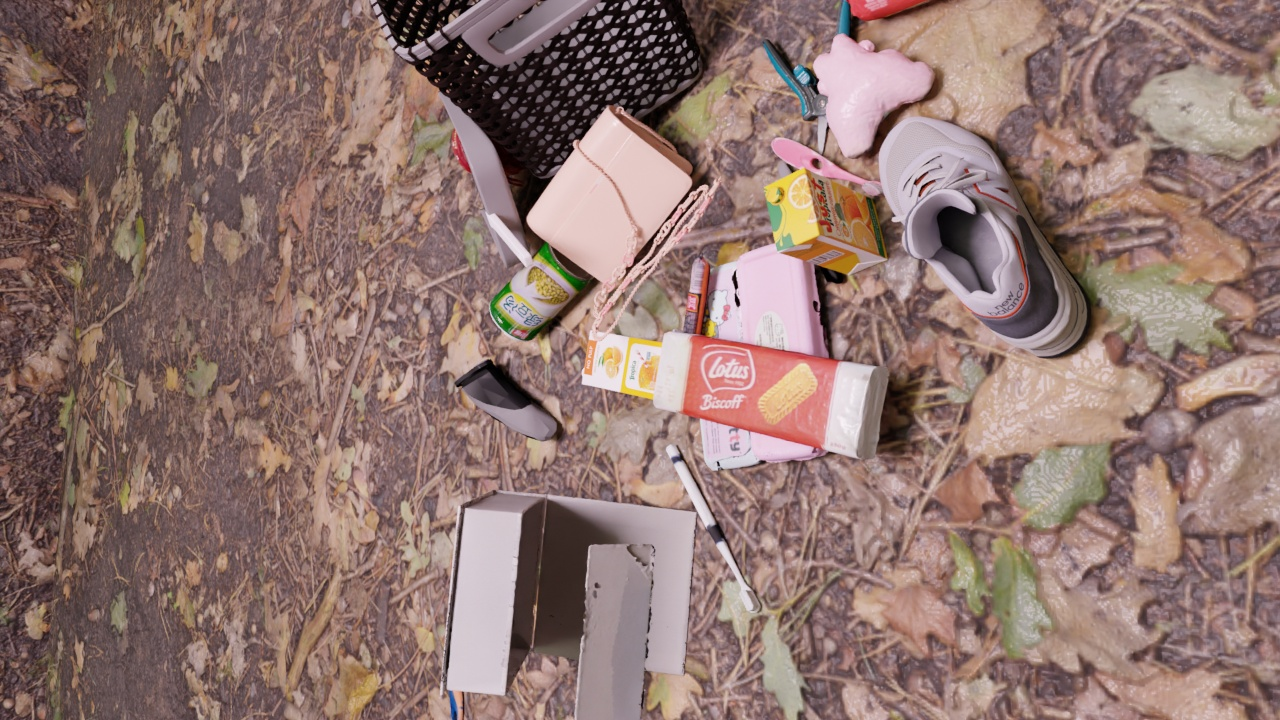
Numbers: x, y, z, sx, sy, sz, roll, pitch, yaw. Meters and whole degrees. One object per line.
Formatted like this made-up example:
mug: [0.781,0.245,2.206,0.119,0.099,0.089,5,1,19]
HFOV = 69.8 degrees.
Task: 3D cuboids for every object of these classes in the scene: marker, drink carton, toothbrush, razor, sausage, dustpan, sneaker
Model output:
marker: [0.154,-0.127,0.847,0.022,0.016,0.138,-56,48,52]
drink carton: [-0.006,0.006,0.958,0.123,0.040,0.058,11,92,42]
toothbrush: [-0.227,0.447,1.127,0.022,0.017,0.135,-11,76,37]
razor: [-0.154,0.051,1.081,0.156,0.057,0.060,40,140,29]
drink carton: [0.155,-0.115,0.771,0.041,0.122,0.058,-21,71,39]
sausage: [0.051,-0.028,0.898,0.020,0.020,0.155,16,101,42]
toothbrush: [0.168,-0.176,0.834,0.135,0.016,0.022,35,125,36]
dustpan: [-0.158,-0.169,0.983,0.257,0.033,0.163,48,160,45]
toothbrush: [0.068,0.159,0.890,0.012,0.017,0.186,-34,61,12]
sneaker: [0.239,-0.110,0.693,0.089,0.124,0.239,-46,58,29]

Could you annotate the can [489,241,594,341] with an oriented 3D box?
can: [-0.113,-0.081,1.046,0.121,0.067,0.067,-42,59,31]

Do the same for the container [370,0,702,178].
container: [-0.106,-0.368,0.909,0.247,0.243,0.245,-31,63,9]

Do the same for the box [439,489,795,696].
box: [-0.018,0.227,0.952,0.165,0.445,0.167,2,86,52]

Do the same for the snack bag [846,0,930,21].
snack bag: [0.242,-0.337,0.746,0.177,0.082,0.082,-7,80,41]

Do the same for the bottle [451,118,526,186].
bottle: [-0.163,-0.260,1.094,0.111,0.098,0.099,-9,79,38]

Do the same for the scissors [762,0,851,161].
scissors: [0.170,-0.268,0.844,0.118,0.019,0.148,-49,62,32]

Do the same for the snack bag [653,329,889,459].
snack bag: [0.106,0.025,0.804,0.226,0.041,0.077,12,94,41]

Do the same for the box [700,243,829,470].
box: [0.104,-0.002,0.861,0.154,0.041,0.201,-13,76,41]

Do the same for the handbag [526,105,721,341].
handbag: [-0.029,-0.151,0.899,0.199,0.116,0.186,-48,18,27]

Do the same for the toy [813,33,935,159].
toy: [0.191,-0.238,0.795,0.099,0.052,0.096,-44,73,24]
